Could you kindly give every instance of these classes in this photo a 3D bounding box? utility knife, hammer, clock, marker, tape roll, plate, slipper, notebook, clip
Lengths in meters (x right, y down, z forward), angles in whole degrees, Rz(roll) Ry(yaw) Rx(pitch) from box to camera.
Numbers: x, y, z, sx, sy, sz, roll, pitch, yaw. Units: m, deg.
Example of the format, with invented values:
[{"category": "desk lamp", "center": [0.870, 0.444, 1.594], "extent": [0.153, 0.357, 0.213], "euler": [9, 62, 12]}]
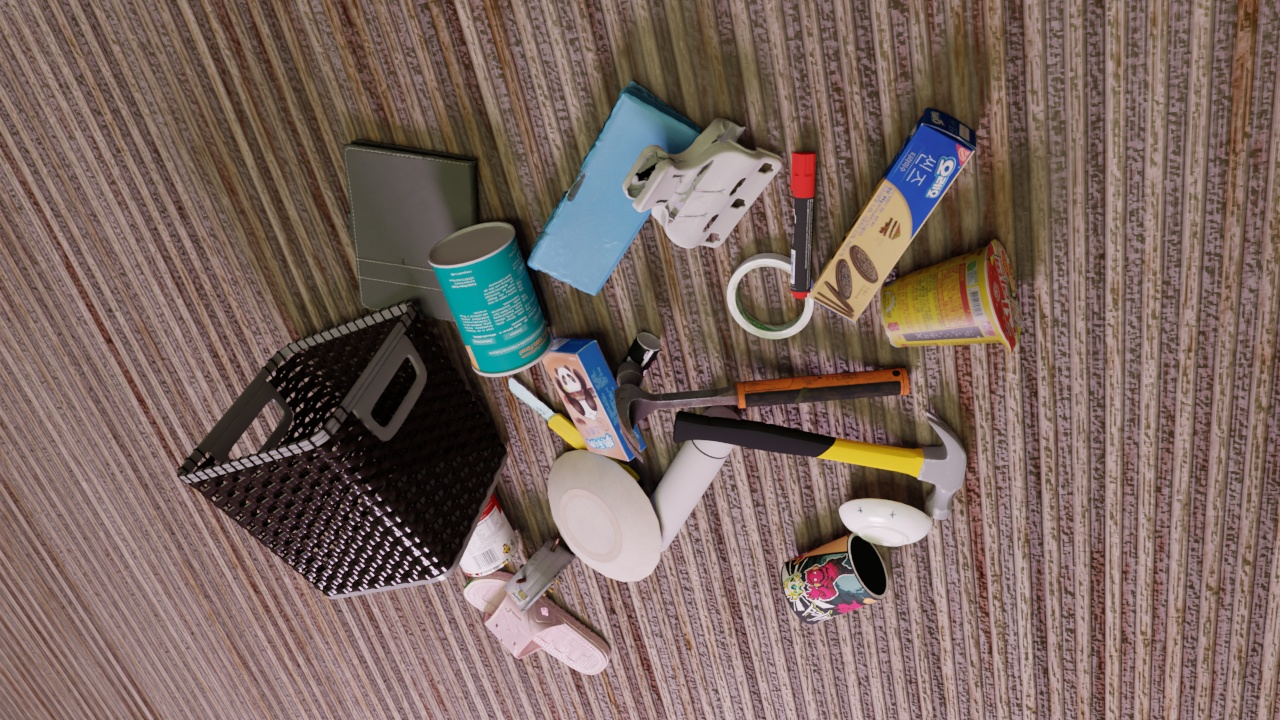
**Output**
[{"category": "utility knife", "center": [-0.083, 0.095, 1.158], "extent": [0.217, 0.019, 0.031], "euler": [39, 119, -11]}, {"category": "hammer", "center": [0.197, 0.095, 1.014], "extent": [0.323, 0.029, 0.127], "euler": [9, 120, 2]}, {"category": "clock", "center": [-0.140, 0.297, 1.259], "extent": [0.056, 0.103, 0.148], "euler": [43, 155, 4]}, {"category": "marker", "center": [0.161, -0.134, 0.917], "extent": [0.023, 0.021, 0.145], "euler": [16, 117, 38]}, {"category": "tape roll", "center": [0.139, -0.068, 0.978], "extent": [0.094, 0.018, 0.094], "euler": [9, 121, 15]}, {"category": "hammer", "center": [0.127, 0.043, 0.980], "extent": [0.314, 0.137, 0.035], "euler": [-5, 128, 7]}, {"category": "plate", "center": [-0.056, 0.204, 1.170], "extent": [0.189, 0.027, 0.189], "euler": [19, 123, 33]}, {"category": "plate", "center": [0.278, 0.190, 1.047], "extent": [0.104, 0.026, 0.104], "euler": [13, 152, 7]}, {"category": "slipper", "center": [-0.155, 0.393, 1.336], "extent": [0.239, 0.064, 0.094], "euler": [33, 125, -3]}, {"category": "notebook", "center": [-0.266, -0.146, 1.078], "extent": [0.169, 0.029, 0.209], "euler": [11, 119, 12]}, {"category": "clip", "center": [0.046, -0.181, 0.906], "extent": [0.152, 0.099, 0.127], "euler": [11, 131, -31]}]

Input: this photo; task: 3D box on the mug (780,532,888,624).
[{"category": "mug", "center": [0.245, 0.270, 1.111], "extent": [0.098, 0.081, 0.118], "euler": [-33, 132, 32]}]

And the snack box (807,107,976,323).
[{"category": "snack box", "center": [0.237, -0.136, 0.878], "extent": [0.057, 0.056, 0.207], "euler": [30, 125, 3]}]

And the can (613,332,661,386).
[{"category": "can", "center": [-0.006, 0.006, 1.068], "extent": [0.031, 0.031, 0.081], "euler": [31, 125, 1]}]

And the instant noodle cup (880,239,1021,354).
[{"category": "instant noodle cup", "center": [0.297, -0.057, 0.888], "extent": [0.113, 0.100, 0.100], "euler": [-10, 116, 37]}]

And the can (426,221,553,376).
[{"category": "can", "center": [-0.167, -0.069, 1.033], "extent": [0.099, 0.099, 0.144], "euler": [-2, 124, 22]}]

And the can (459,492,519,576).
[{"category": "can", "center": [-0.227, 0.221, 1.245], "extent": [0.087, 0.086, 0.116], "euler": [-12, 114, 26]}]

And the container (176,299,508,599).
[{"category": "container", "center": [-0.341, 0.118, 1.121], "extent": [0.246, 0.246, 0.244], "euler": [-15, 123, 27]}]

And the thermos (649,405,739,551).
[{"category": "thermos", "center": [0.056, 0.145, 1.115], "extent": [0.052, 0.052, 0.225], "euler": [29, 125, 2]}]

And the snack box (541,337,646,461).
[{"category": "snack box", "center": [-0.057, 0.045, 1.087], "extent": [0.087, 0.034, 0.151], "euler": [6, 127, 53]}]

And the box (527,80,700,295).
[{"category": "box", "center": [-0.031, -0.177, 0.971], "extent": [0.093, 0.054, 0.232], "euler": [24, 127, -15]}]
